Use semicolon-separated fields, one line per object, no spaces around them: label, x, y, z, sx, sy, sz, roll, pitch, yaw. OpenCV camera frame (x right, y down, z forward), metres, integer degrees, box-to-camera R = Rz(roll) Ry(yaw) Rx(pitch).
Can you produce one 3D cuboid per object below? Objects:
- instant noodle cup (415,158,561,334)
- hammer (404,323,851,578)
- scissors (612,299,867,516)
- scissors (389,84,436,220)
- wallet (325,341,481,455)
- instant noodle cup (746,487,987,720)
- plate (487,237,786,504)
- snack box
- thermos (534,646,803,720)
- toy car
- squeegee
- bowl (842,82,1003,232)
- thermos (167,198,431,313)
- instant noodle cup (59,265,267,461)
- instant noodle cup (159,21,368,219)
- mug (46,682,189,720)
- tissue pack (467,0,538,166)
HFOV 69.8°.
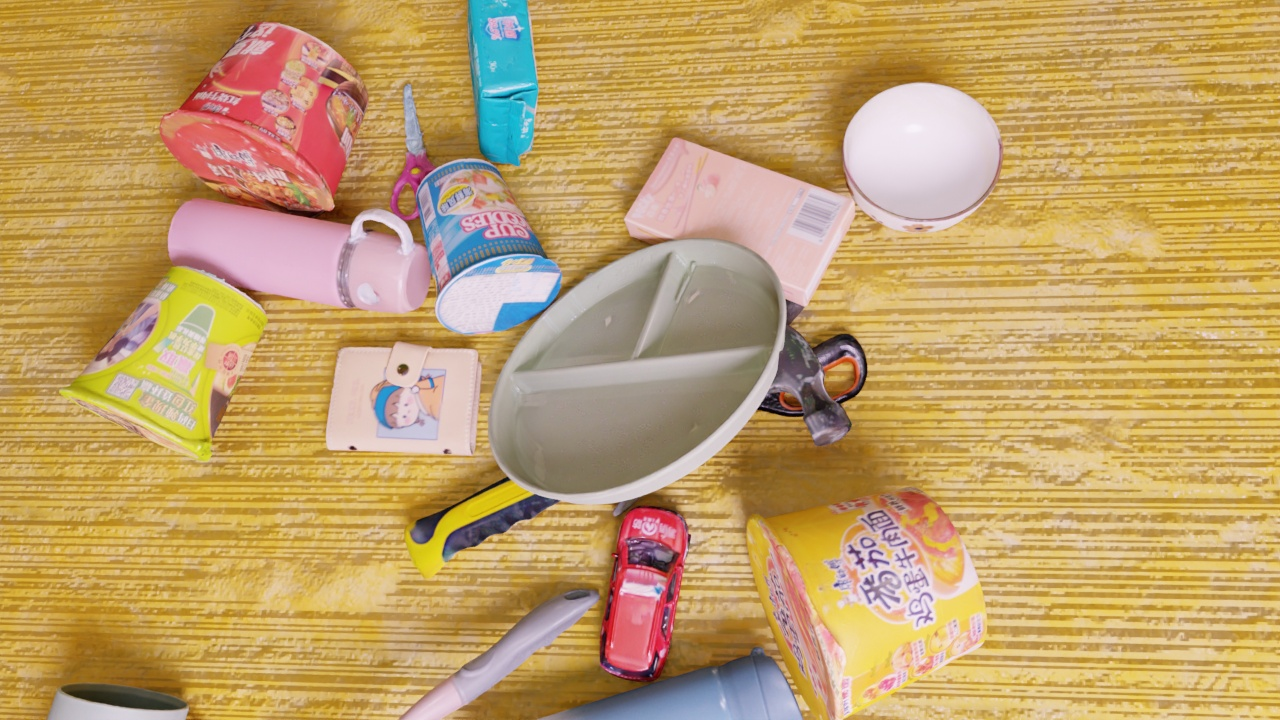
instant noodle cup;-0.125;-0.091;0.704;0.099;0.099;0.110;-24;66;-1
hammer;-0.023;0.064;0.658;0.323;0.032;0.126;-26;61;6
scissors;0.068;0.035;0.678;0.190;0.022;0.229;21;77;11
scissors;-0.189;-0.179;0.774;0.056;0.017;0.133;-14;69;8
wallet;-0.181;0.028;0.710;0.115;0.024;0.087;1;79;8
instant noodle cup;0.143;0.149;0.584;0.109;0.138;0.138;-17;73;-7
plate;-0.004;0.004;0.634;0.231;0.027;0.229;-22;41;20
snack box;0.075;-0.109;0.704;0.157;0.026;0.084;25;75;21
thermos;-0.004;0.251;0.602;0.220;0.070;0.070;-17;73;2
toy car;0.003;0.161;0.639;0.053;0.045;0.120;8;73;7
squeegee;-0.125;0.227;0.604;0.249;0.040;0.248;-38;33;-24
bowl;0.207;-0.143;0.692;0.113;0.062;0.113;-2;73;5
thermos;-0.266;-0.089;0.721;0.199;0.087;0.067;11;41;11
instant noodle cup;-0.350;-0.002;0.699;0.112;0.112;0.123;20;70;12
instant noodle cup;-0.291;-0.192;0.731;0.138;0.138;0.108;15;68;10
mug;-0.357;0.287;0.631;0.111;0.082;0.106;17;74;-21
tissue pack;-0.110;-0.234;0.738;0.050;0.093;0.133;-5;73;-11
